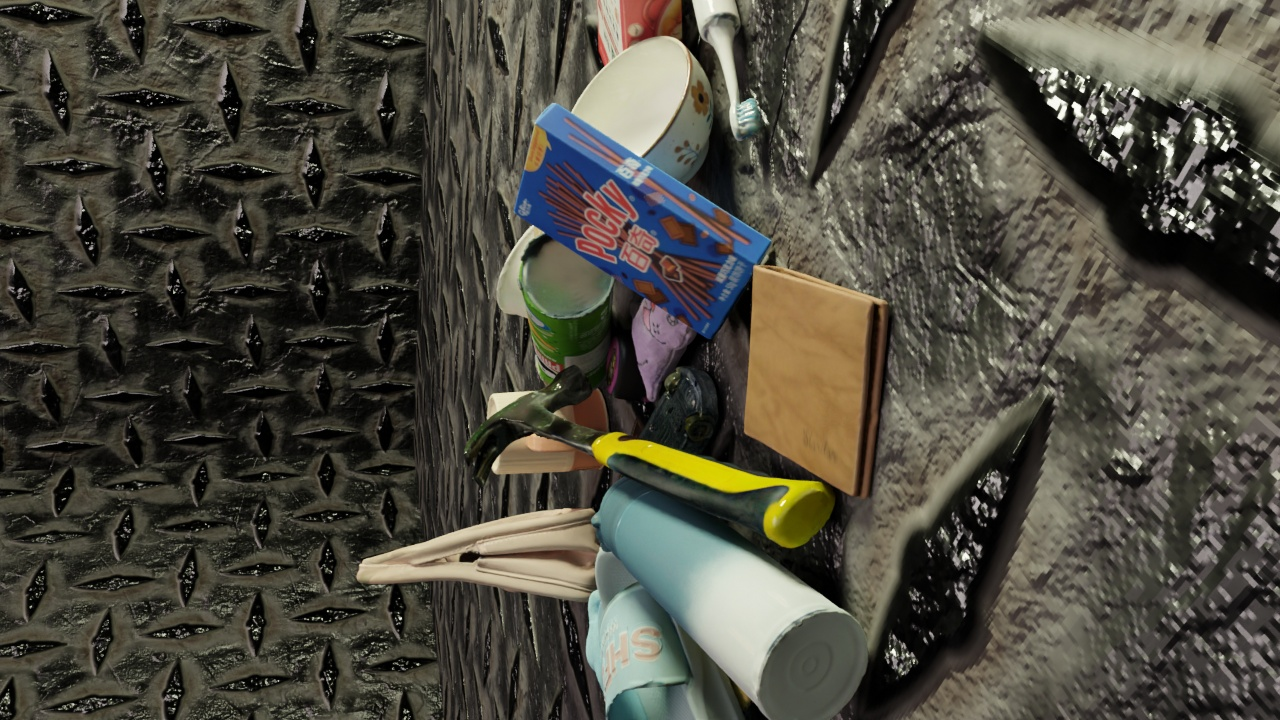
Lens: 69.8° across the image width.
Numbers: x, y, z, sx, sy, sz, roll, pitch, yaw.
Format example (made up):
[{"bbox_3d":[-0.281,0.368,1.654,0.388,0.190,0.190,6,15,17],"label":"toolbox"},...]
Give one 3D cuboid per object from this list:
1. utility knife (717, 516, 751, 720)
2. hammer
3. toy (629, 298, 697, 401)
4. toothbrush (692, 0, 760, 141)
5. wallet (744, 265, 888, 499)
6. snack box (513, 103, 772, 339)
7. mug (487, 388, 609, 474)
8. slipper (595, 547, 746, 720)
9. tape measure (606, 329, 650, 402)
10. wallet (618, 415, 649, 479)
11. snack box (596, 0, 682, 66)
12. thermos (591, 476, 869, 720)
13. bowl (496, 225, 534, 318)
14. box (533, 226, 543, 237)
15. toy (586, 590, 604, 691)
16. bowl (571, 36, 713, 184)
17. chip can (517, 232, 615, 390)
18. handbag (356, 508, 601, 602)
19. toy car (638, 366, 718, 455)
[{"bbox_3d":[0.055,0.163,0.603,0.031,0.019,0.173,133,133,-71],"label":"utility knife"},{"bbox_3d":[-0.011,0.063,0.593,0.324,0.125,0.032,12,129,54],"label":"hammer"},{"bbox_3d":[0.018,-0.030,0.662,0.108,0.039,0.083,117,144,-58],"label":"toy"},{"bbox_3d":[0.045,-0.231,0.578,0.026,0.026,0.220,-22,65,28],"label":"toothbrush"},{"bbox_3d":[0.089,0.007,0.484,0.115,0.020,0.101,-148,56,-65],"label":"wallet"},{"bbox_3d":[-0.003,-0.083,0.568,0.026,0.157,0.085,-54,-4,-34],"label":"snack box"},{"bbox_3d":[-0.087,0.071,0.885,0.114,0.105,0.082,-160,69,-71],"label":"mug"},{"bbox_3d":[0.015,0.233,0.606,0.104,0.074,0.245,105,146,-46],"label":"slipper"},{"bbox_3d":[-0.004,0.004,0.734,0.058,0.039,0.057,-168,84,-78],"label":"tape measure"},{"bbox_3d":[0.012,0.118,0.729,0.122,0.020,0.096,-117,31,-48],"label":"wallet"},{"bbox_3d":[-0.003,-0.254,0.670,0.127,0.044,0.113,87,170,-52],"label":"snack box"},{"bbox_3d":[0.040,0.123,0.533,0.220,0.070,0.070,-150,60,-62],"label":"thermos"},{"bbox_3d":[-0.073,-0.078,0.872,0.065,0.118,0.119,35,138,17],"label":"bowl"},{"bbox_3d":[-0.025,-0.117,0.745,0.169,0.079,0.091,162,107,-65],"label":"box"},{"bbox_3d":[-0.013,0.235,0.761,0.161,0.049,0.156,-124,32,-52],"label":"toy"},{"bbox_3d":[0.006,-0.151,0.617,0.114,0.062,0.113,-24,50,32],"label":"bowl"},{"bbox_3d":[-0.056,-0.031,0.751,0.236,0.072,0.072,101,163,-75],"label":"chip can"},{"bbox_3d":[-0.163,0.199,0.922,0.194,0.234,0.093,150,119,-70],"label":"handbag"},{"bbox_3d":[0.024,0.060,0.656,0.121,0.036,0.054,-65,31,32],"label":"toy car"}]
